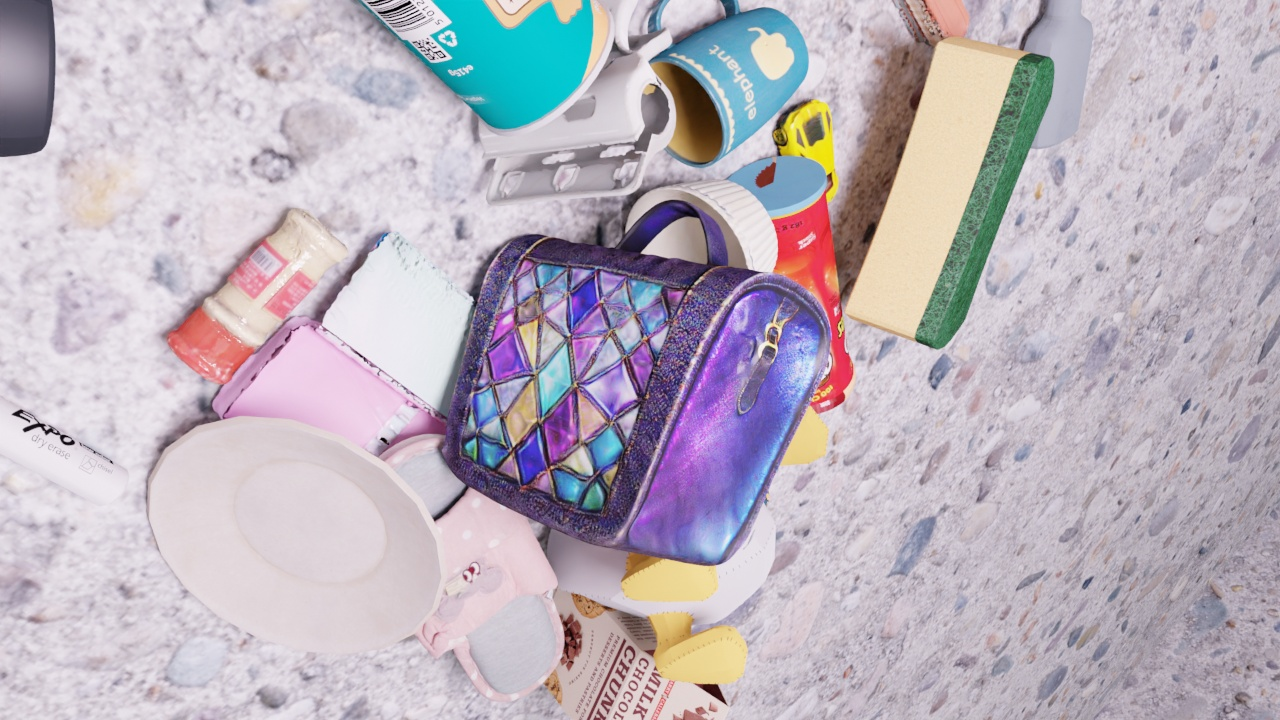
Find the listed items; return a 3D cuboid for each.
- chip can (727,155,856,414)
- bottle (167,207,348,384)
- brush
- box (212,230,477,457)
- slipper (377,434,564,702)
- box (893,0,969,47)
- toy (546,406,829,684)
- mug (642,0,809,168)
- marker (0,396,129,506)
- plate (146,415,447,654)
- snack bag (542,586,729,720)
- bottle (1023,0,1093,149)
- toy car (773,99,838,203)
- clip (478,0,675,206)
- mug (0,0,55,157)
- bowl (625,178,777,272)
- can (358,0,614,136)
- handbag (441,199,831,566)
[{"bbox_3d":[0.128,-0.058,0.775,0.087,0.087,0.213,-34,131,-19],"label":"chip can"},{"bbox_3d":[-0.219,-0.038,0.530,0.109,0.044,0.044,-49,135,-7],"label":"bottle"},{"bbox_3d":[0.269,-0.140,0.790,0.194,0.075,0.250,-17,127,-62],"label":"brush"},{"bbox_3d":[-0.149,0.032,0.634,0.159,0.035,0.230,-48,135,-5],"label":"box"},{"bbox_3d":[-0.117,0.166,0.673,0.114,0.054,0.275,-35,129,-19],"label":"slipper"},{"bbox_3d":[0.214,-0.316,0.722,0.058,0.053,0.186,-31,139,23],"label":"box"},{"bbox_3d":[0.037,0.127,0.744,0.247,0.267,0.141,-15,113,14],"label":"toy"},{"bbox_3d":[0.055,-0.208,0.637,0.104,0.085,0.112,-39,105,-24],"label":"mug"},{"bbox_3d":[-0.335,0.040,0.493,0.025,0.025,0.126,-46,135,-8],"label":"marker"},{"bbox_3d":[-0.211,0.109,0.575,0.189,0.027,0.189,3,120,6],"label":"plate"},{"bbox_3d":[-0.013,0.255,0.757,0.069,0.206,0.094,12,107,-43],"label":"snack bag"},{"bbox_3d":[0.403,-0.293,0.888,0.072,0.046,0.161,-28,130,-25],"label":"bottle"},{"bbox_3d":[0.141,-0.165,0.762,0.049,0.030,0.107,-37,134,-19],"label":"toy car"},{"bbox_3d":[-0.036,-0.164,0.560,0.081,0.125,0.147,34,67,-51],"label":"clip"},{"bbox_3d":[-0.301,-0.147,0.378,0.094,0.085,0.121,-1,86,-40],"label":"mug"},{"bbox_3d":[0.051,-0.085,0.684,0.062,0.115,0.115,-36,135,-38],"label":"bowl"},{"bbox_3d":[-0.095,-0.205,0.491,0.099,0.099,0.144,-53,135,-2],"label":"can"},{"bbox_3d":[-0.004,0.003,0.595,0.125,0.205,0.222,24,84,-48],"label":"handbag"}]
